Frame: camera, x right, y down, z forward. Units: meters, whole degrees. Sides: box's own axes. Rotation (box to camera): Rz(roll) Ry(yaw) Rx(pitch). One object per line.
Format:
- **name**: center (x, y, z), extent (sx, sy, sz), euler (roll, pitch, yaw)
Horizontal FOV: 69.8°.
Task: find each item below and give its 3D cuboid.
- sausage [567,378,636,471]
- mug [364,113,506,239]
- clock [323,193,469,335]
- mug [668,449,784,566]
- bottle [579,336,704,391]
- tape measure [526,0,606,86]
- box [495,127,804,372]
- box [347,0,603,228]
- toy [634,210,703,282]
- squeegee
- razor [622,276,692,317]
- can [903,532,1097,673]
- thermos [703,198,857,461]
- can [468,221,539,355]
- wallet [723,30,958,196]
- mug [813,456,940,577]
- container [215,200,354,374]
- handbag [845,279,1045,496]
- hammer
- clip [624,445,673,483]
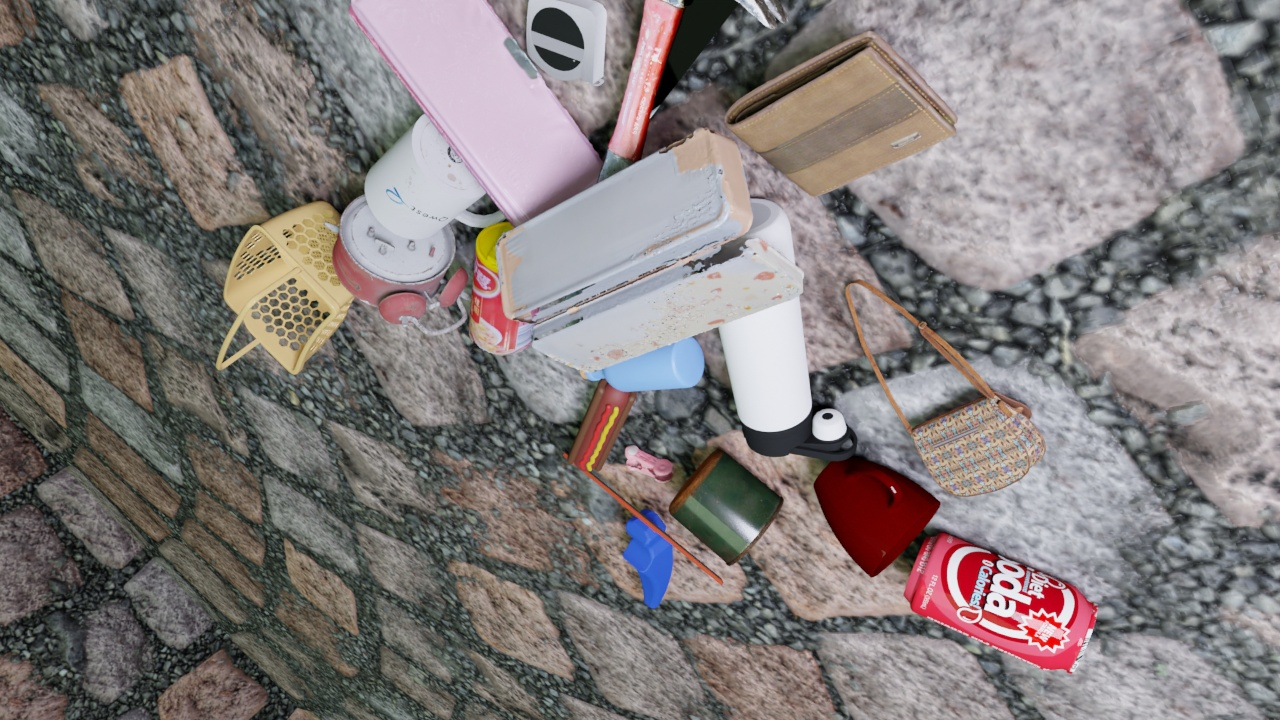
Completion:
- **sausage**: center (-0.042, 0.069, 0.957), extent (0.040, 0.040, 0.156), euler (34, 140, 8)
- **mug**: center (-0.174, -0.157, 0.831), extent (0.119, 0.083, 0.097), euler (28, 148, -30)
- **clock**: center (-0.226, -0.095, 0.886), extent (0.157, 0.109, 0.062), euler (53, 142, 9)
- **mug**: center (0.081, 0.142, 0.904), extent (0.081, 0.085, 0.111), euler (40, 176, 4)
- **bottle**: center (-0.005, 0.005, 0.862), extent (0.131, 0.047, 0.048), euler (-5, 122, 41)
- **tape measure**: center (-0.056, -0.244, 0.697), extent (0.065, 0.016, 0.064), euler (25, 138, 18)
- **box**: center (0.003, -0.071, 0.678), extent (0.218, 0.095, 0.114), euler (-20, 77, 35)
- **box**: center (-0.132, -0.208, 0.760), extent (0.232, 0.099, 0.107), euler (51, 172, -15)
- **toy**: center (0.022, -0.099, 0.749), extent (0.087, 0.050, 0.112), euler (7, 124, 34)
- **squeegee**: center (0.011, 0.220, 1.042), extent (0.249, 0.055, 0.185), euler (34, 143, 35)
- **razor**: center (-0.011, -0.071, 0.821), extent (0.141, 0.018, 0.044), euler (28, 139, 9)
- **can**: center (0.303, 0.205, 0.782), extent (0.142, 0.074, 0.075), euler (21, 137, 22)
- **thermos**: center (0.115, -0.016, 0.740), extent (0.101, 0.068, 0.230), euler (1, 128, 22)
- **can**: center (-0.127, -0.067, 0.877), extent (0.067, 0.066, 0.125), euler (31, 140, 12)
- **wallet**: center (0.129, -0.156, 0.601), extent (0.098, 0.026, 0.121), euler (29, 148, -34)
- **mug**: center (0.195, 0.118, 0.783), extent (0.088, 0.087, 0.114), euler (43, 161, 25)
- **container**: center (-0.393, -0.069, 1.006), extent (0.129, 0.166, 0.184), euler (46, 141, -7)
- **handbag**: center (0.225, 0.015, 0.712), extent (0.196, 0.043, 0.094), euler (52, 144, 0)
- **hammer**: center (-0.003, -0.150, 0.681), extent (0.140, 0.036, 0.327), euler (28, 127, 13)
- **clip**: center (0.007, 0.114, 0.974), extent (0.060, 0.023, 0.044), euler (33, 144, 11)
